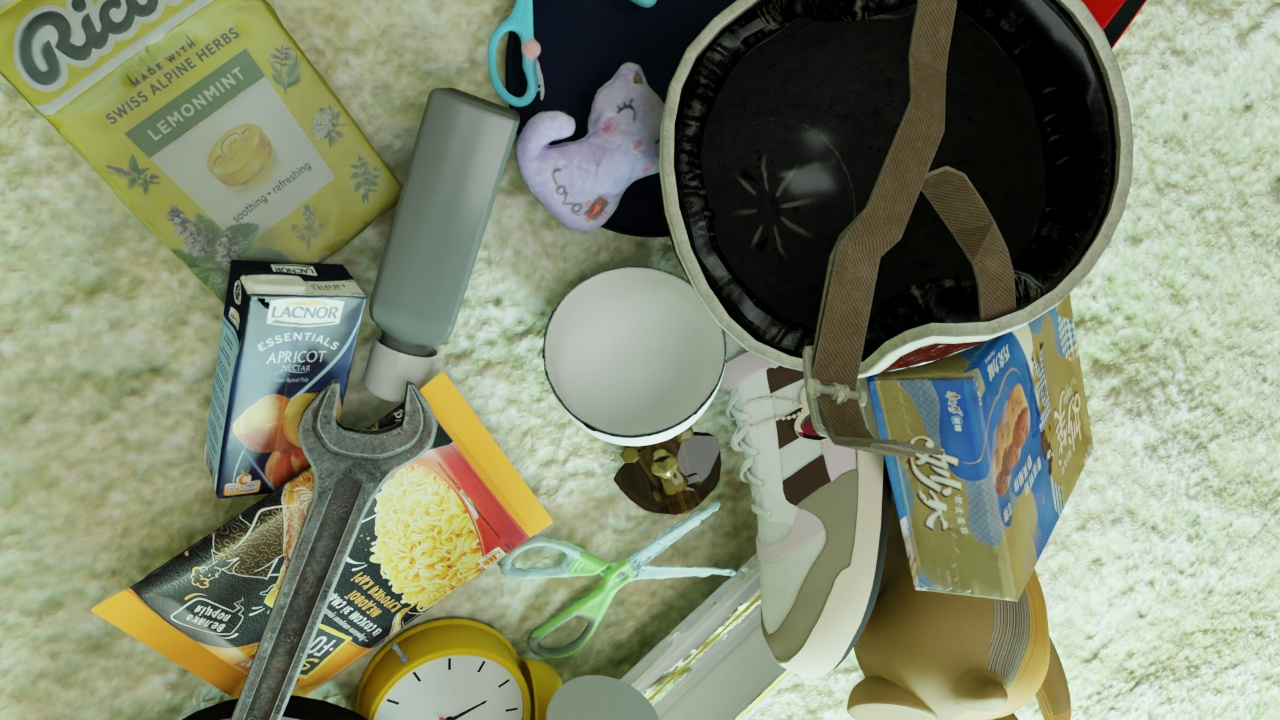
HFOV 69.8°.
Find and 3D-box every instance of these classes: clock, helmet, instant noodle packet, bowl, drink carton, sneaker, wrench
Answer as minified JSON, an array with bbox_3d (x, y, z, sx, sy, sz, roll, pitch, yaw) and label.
[{"bbox_3d":[-0.119,0.241,0.624,0.152,0.052,0.113,30,91,-25],"label":"clock"},{"bbox_3d":[0.126,-0.094,0.483,0.233,0.254,0.233,-13,93,-22],"label":"helmet"},{"bbox_3d":[-0.174,0.120,0.553,0.220,0.032,0.160,-35,135,-8],"label":"instant noodle packet"},{"bbox_3d":[-0.003,0.003,0.586,0.113,0.063,0.113,-1,68,2],"label":"bowl"},{"bbox_3d":[-0.195,0.010,0.500,0.064,0.040,0.130,-2,123,-40],"label":"drink carton"},{"bbox_3d":[0.098,0.063,0.622,0.116,0.112,0.293,9,88,-9],"label":"sneaker"},{"bbox_3d":[-0.187,0.134,0.507,0.070,0.010,0.273,21,96,-22],"label":"wrench"}]

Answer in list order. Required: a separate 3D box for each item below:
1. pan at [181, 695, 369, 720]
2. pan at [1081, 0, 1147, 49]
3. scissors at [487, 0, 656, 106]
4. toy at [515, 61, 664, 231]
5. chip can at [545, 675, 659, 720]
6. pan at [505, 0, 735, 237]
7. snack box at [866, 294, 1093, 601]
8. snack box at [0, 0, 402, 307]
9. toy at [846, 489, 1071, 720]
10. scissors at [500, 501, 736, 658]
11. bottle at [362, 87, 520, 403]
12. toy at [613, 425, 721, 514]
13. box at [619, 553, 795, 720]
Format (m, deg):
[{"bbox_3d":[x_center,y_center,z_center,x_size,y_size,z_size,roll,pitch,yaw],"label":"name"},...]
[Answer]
[{"bbox_3d":[-0.154,0.324,0.576,0.355,0.044,0.204,19,100,-9],"label":"pan"},{"bbox_3d":[0.247,-0.140,0.643,0.357,0.067,0.208,-59,164,27],"label":"pan"},{"bbox_3d":[-0.045,-0.214,0.521,0.135,0.015,0.135,-6,113,-25],"label":"scissors"},{"bbox_3d":[-0.024,-0.128,0.541,0.099,0.036,0.080,-47,120,-4],"label":"toy"},{"bbox_3d":[-0.051,0.317,0.626,0.075,0.075,0.215,3,122,-25],"label":"chip can"},{"bbox_3d":[0.024,-0.253,0.559,0.198,0.021,0.357,4,104,-25],"label":"pan"},{"bbox_3d":[0.239,0.039,0.622,0.202,0.069,0.155,-34,114,-45],"label":"snack box"},{"bbox_3d":[-0.220,-0.121,0.473,0.121,0.045,0.181,-39,117,-9],"label":"snack box"},{"bbox_3d":[0.230,0.176,0.705,0.198,0.163,0.202,17,56,-7],"label":"toy"},{"bbox_3d":[-0.014,0.157,0.654,0.170,0.028,0.139,1,105,-8],"label":"scissors"},{"bbox_3d":[-0.115,-0.060,0.512,0.046,0.083,0.174,18,104,-11],"label":"bottle"},{"bbox_3d":[0.013,0.056,0.628,0.076,0.062,0.100,-23,100,6],"label":"toy"},{"bbox_3d":[0.051,0.238,0.680,0.209,0.080,0.079,-40,155,-8],"label":"box"}]
